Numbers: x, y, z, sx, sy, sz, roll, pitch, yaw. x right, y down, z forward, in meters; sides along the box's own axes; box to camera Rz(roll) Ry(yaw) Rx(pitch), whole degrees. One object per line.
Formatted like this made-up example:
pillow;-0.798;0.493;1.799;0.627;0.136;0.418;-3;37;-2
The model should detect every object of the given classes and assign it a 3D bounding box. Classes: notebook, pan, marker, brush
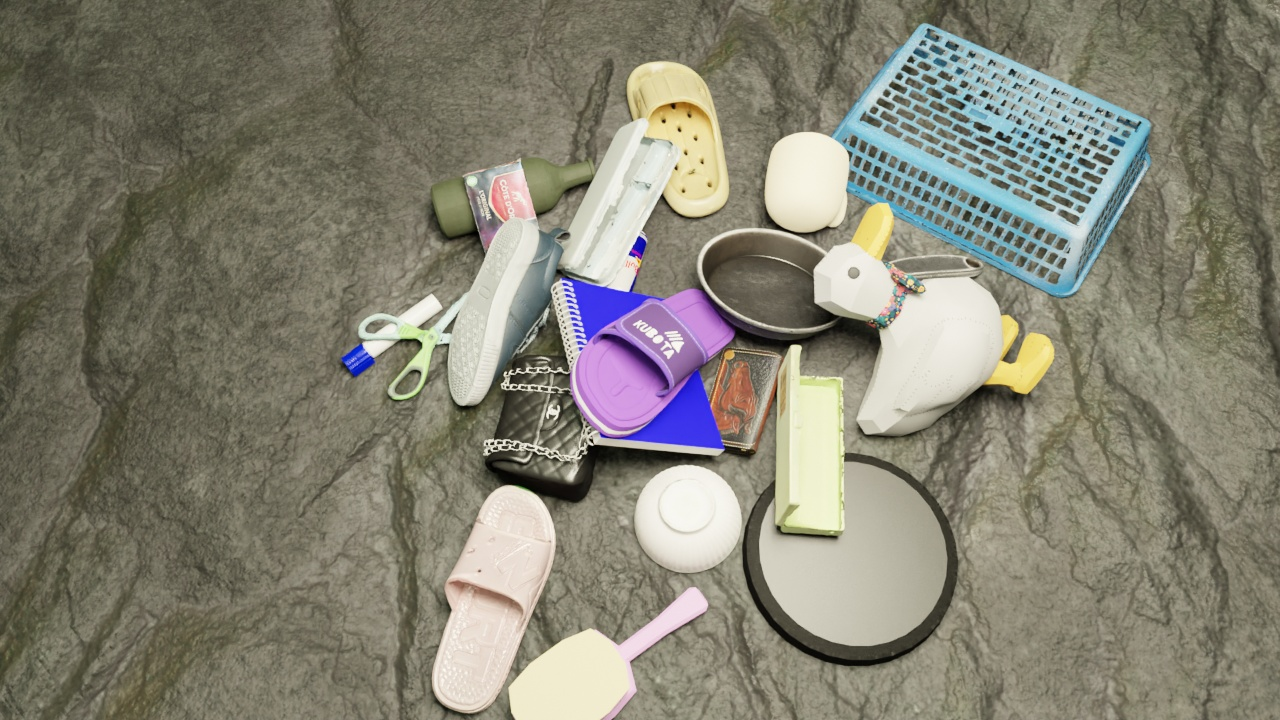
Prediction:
notebook;-0.006;0.006;1.019;0.171;0.022;0.209;9;50;-34
pan;0.203;0.148;1.000;0.225;0.034;0.356;-16;66;-4
marker;-0.301;-0.032;1.118;0.133;0.023;0.027;-38;68;-13
brush;-0.028;0.305;0.935;0.228;0.043;0.089;-33;68;-11
pan;0.239;-0.096;1.093;0.356;0.055;0.187;-1;45;-13

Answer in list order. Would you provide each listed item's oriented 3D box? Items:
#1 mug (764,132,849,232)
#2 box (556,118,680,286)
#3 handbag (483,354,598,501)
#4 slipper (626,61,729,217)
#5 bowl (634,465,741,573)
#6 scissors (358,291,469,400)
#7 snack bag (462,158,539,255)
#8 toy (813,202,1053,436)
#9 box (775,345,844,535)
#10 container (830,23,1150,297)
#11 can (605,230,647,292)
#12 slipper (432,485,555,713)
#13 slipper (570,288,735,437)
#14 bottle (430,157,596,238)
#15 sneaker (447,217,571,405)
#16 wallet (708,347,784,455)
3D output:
mug;0.212;-0.207;1.136;0.120;0.096;0.099;26;65;-30
box;-0.028;-0.189;1.140;0.083;0.123;0.215;27;87;-17
handbag;-0.106;0.063;1.013;0.125;0.115;0.153;8;69;8
slipper;0.054;-0.308;1.197;0.111;0.079;0.261;-11;65;-6
bowl;0.051;0.163;0.985;0.118;0.062;0.118;-1;65;3
scissors;-0.257;-0.032;1.104;0.160;0.025;0.171;34;74;4
snack bag;-0.162;-0.163;1.131;0.074;0.018;0.155;-16;99;-4
toy;0.298;-0.029;0.996;0.267;0.140;0.247;13;107;-13
box;0.186;0.088;0.975;0.083;0.092;0.187;10;61;-6
container;0.435;-0.271;1.150;0.362;0.089;0.256;31;71;16
can;-0.017;-0.118;1.136;0.032;0.032;0.095;12;66;9
slipper;-0.155;0.243;0.960;0.094;0.064;0.238;12;68;9
slipper;0.032;-0.024;0.986;0.107;0.084;0.265;47;41;7
bottle;-0.159;-0.216;1.169;0.206;0.071;0.071;-16;65;-4
sneaker;-0.153;-0.053;1.079;0.089;0.087;0.235;27;95;51
wallet;0.115;0.045;1.051;0.072;0.019;0.122;7;64;27
